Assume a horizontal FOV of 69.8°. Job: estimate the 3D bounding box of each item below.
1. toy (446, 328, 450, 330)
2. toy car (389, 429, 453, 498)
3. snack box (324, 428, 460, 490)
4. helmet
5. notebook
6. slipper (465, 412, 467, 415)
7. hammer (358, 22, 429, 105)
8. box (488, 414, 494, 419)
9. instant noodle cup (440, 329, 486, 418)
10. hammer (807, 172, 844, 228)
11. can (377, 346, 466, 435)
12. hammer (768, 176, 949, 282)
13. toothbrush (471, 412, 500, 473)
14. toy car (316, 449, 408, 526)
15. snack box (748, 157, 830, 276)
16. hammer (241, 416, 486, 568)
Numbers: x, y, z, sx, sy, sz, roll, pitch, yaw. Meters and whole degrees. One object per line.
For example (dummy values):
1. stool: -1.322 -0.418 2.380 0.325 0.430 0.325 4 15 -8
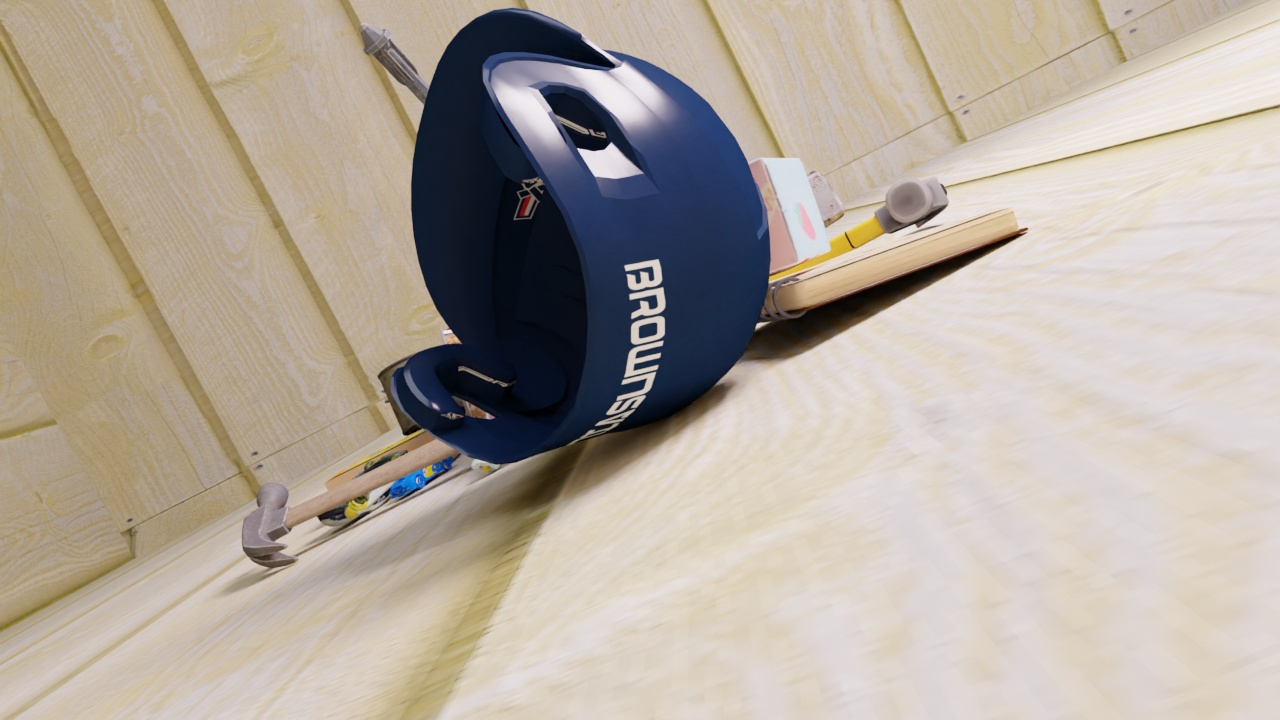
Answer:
1. toy: -0.128 -0.041 1.017 0.158 0.120 0.197 -29 -19 -5
2. toy car: -0.210 0.084 0.863 0.033 0.062 0.091 -24 5 28
3. snack box: -0.255 0.109 0.967 0.126 0.040 0.088 -27 5 2
4. helmet: -0.045 -0.082 0.559 0.222 0.272 0.233 -24 -31 -47
5. notebook: 0.137 -0.060 0.652 0.167 0.024 0.226 -20 3 -11
6. slipper: -0.160 0.030 1.167 0.094 0.064 0.238 -24 4 27
7. hammer: -0.087 -0.119 0.682 0.099 0.322 0.044 -5 50 42
8. box: -0.092 -0.009 0.782 0.076 0.033 0.214 -18 34 3
9. instant noodle cup: -0.117 0.010 0.895 0.121 0.123 0.124 -18 3 -10
10. hammer: 0.048 -0.071 0.863 0.318 0.049 0.122 -32 -4 -13
11. can: -0.239 0.034 1.033 0.090 0.074 0.090 -25 -6 -3
12. hammer: 0.139 -0.081 0.875 0.325 0.034 0.169 -28 -5 24
13. toothbrush: -0.123 0.047 0.762 0.022 0.015 0.154 1 26 -5
14. toy car: -0.256 0.121 0.864 0.048 0.033 0.105 -18 18 35
15. snack box: 0.076 -0.097 0.681 0.095 0.079 0.092 -19 2 28
16. hammer: -0.194 0.089 0.796 0.331 0.031 0.119 -23 27 1
